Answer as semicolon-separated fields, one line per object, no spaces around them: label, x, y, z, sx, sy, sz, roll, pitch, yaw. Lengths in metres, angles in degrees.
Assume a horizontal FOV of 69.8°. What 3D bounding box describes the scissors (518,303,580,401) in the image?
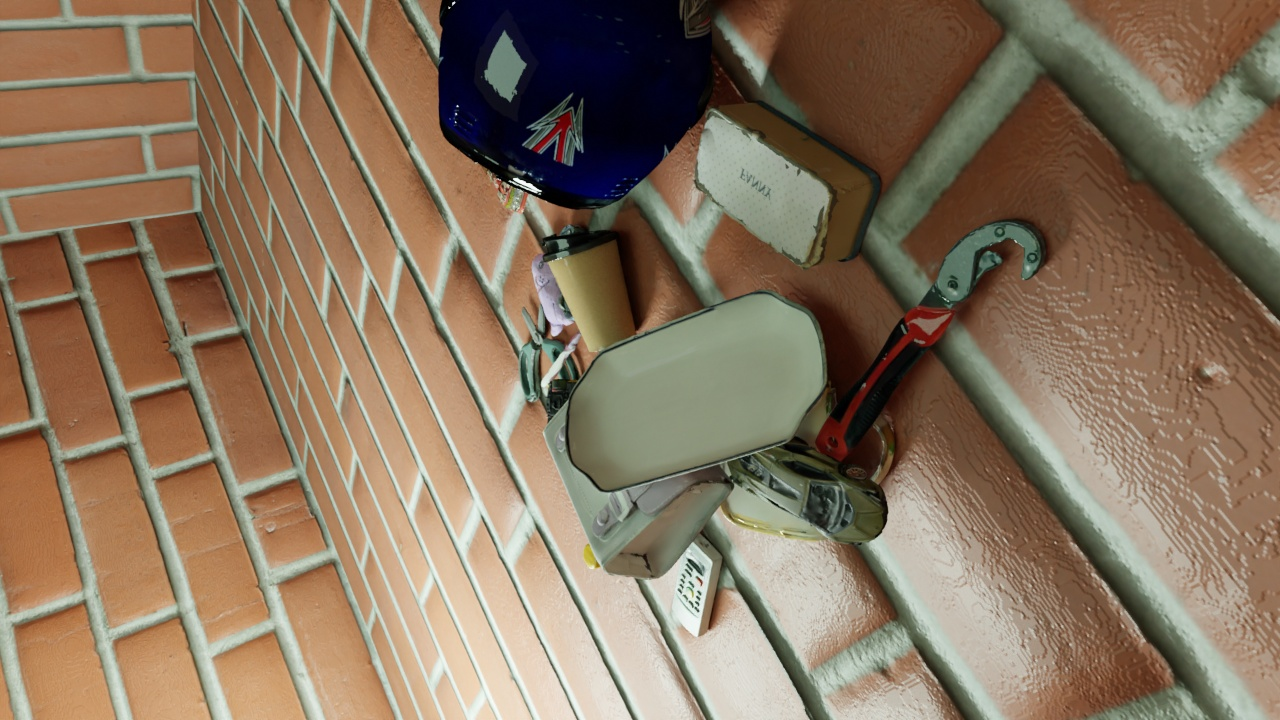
scissors;-0.138;0.011;1.306;0.170;0.019;0.179;57;145;23

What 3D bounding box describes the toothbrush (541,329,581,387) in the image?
toothbrush;-0.089;-0.015;1.203;0.017;0.016;0.188;53;135;14

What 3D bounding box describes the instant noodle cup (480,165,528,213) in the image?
instant noodle cup;-0.157;-0.299;1.142;0.188;0.079;0.165;55;143;26

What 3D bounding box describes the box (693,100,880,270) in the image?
box;0.124;-0.152;0.792;0.184;0.061;0.090;46;139;34

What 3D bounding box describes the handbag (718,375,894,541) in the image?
handbag;0.157;0.086;0.860;0.179;0.063;0.163;9;112;40

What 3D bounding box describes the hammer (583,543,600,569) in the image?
hammer;0.020;0.101;1.035;0.033;0.128;0.301;36;121;46

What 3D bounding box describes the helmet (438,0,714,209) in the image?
helmet;-0.057;-0.297;0.849;0.315;0.247;0.241;-100;34;-60

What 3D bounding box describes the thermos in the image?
thermos;-0.055;-0.087;1.076;0.093;0.092;0.143;0;111;57

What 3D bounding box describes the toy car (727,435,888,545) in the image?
toy car;0.143;0.108;0.806;0.158;0.042;0.070;25;123;34

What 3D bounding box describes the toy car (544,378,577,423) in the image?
toy car;-0.060;0.059;1.164;0.156;0.041;0.071;0;92;36

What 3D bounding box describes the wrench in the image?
wrench;0.213;-0.008;0.725;0.056;0.016;0.274;49;134;19

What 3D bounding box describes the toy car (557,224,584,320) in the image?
toy car;-0.079;-0.109;1.144;0.054;0.036;0.120;-18;76;61

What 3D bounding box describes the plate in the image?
plate;0.049;0.034;0.842;0.266;0.034;0.161;-21;53;23

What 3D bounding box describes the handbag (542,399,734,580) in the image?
handbag;-0.010;0.101;0.932;0.145;0.098;0.197;-50;45;19

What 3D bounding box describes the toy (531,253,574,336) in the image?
toy;-0.116;-0.090;1.209;0.084;0.038;0.108;-33;76;63

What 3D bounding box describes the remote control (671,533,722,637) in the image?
remote control;0.066;0.270;1.103;0.056;0.019;0.135;41;136;41
